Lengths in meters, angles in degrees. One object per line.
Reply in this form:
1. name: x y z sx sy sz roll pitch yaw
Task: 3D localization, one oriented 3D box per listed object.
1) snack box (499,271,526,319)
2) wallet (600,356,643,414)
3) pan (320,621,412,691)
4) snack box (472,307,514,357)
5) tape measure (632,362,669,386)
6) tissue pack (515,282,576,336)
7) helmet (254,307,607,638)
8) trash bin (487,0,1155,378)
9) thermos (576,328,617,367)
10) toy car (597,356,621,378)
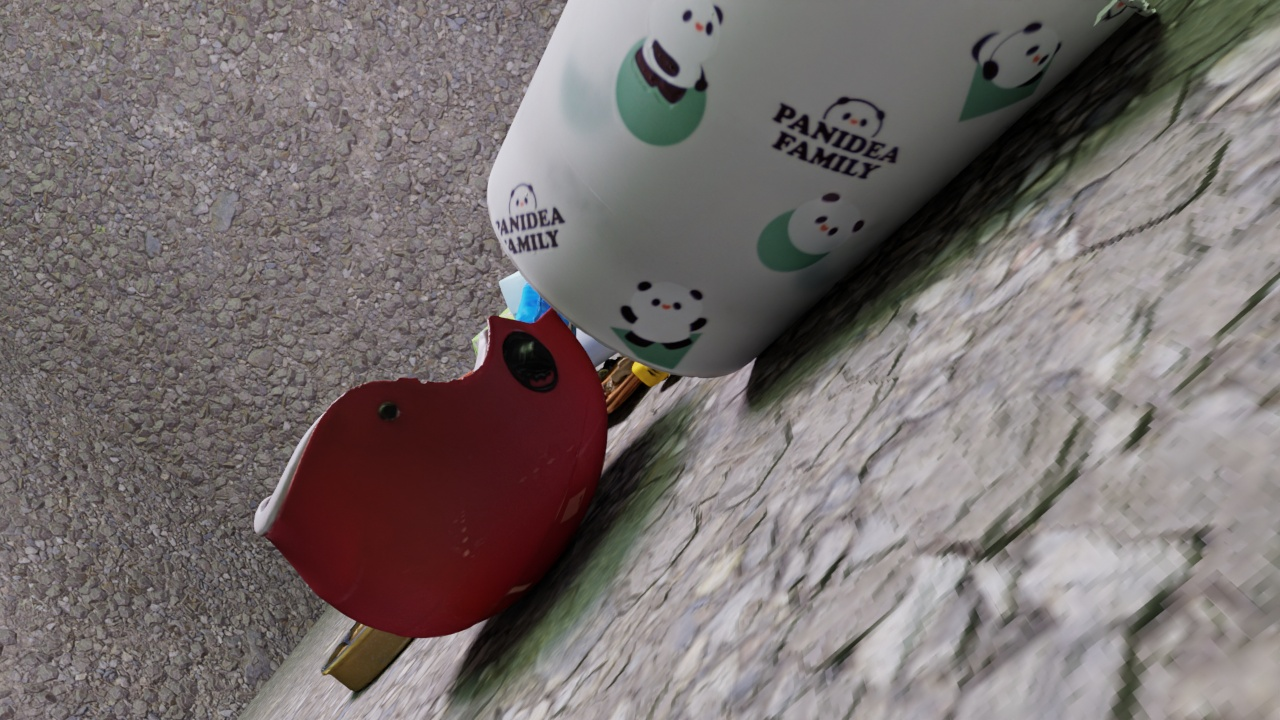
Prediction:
1. snack box: -0.077 -0.095 1.005 0.074 0.051 0.174 -17 12 27
2. wallet: -0.005 0.005 0.821 0.131 0.031 0.108 -48 4 -22
3. pan: -0.196 0.168 0.922 0.357 0.078 0.198 -49 7 -6
4. snack box: -0.075 -0.047 1.087 0.210 0.070 0.157 -18 14 13
5. tape measure: 0.021 -0.005 0.711 0.059 0.029 0.057 -52 8 -31
6. tissue pack: -0.089 -0.004 0.847 0.094 0.052 0.157 -84 -2 -50
7. helmet: -0.101 0.075 0.567 0.239 0.144 0.208 -34 -5 -45
8. trash bin: 0.061 -0.138 0.451 0.253 0.229 0.228 -51 3 34
9. thermos: -0.075 -0.012 0.973 0.224 0.073 0.073 -33 10 15
10. toy car: -0.057 0.036 0.978 0.106 0.031 0.049 -35 7 14
